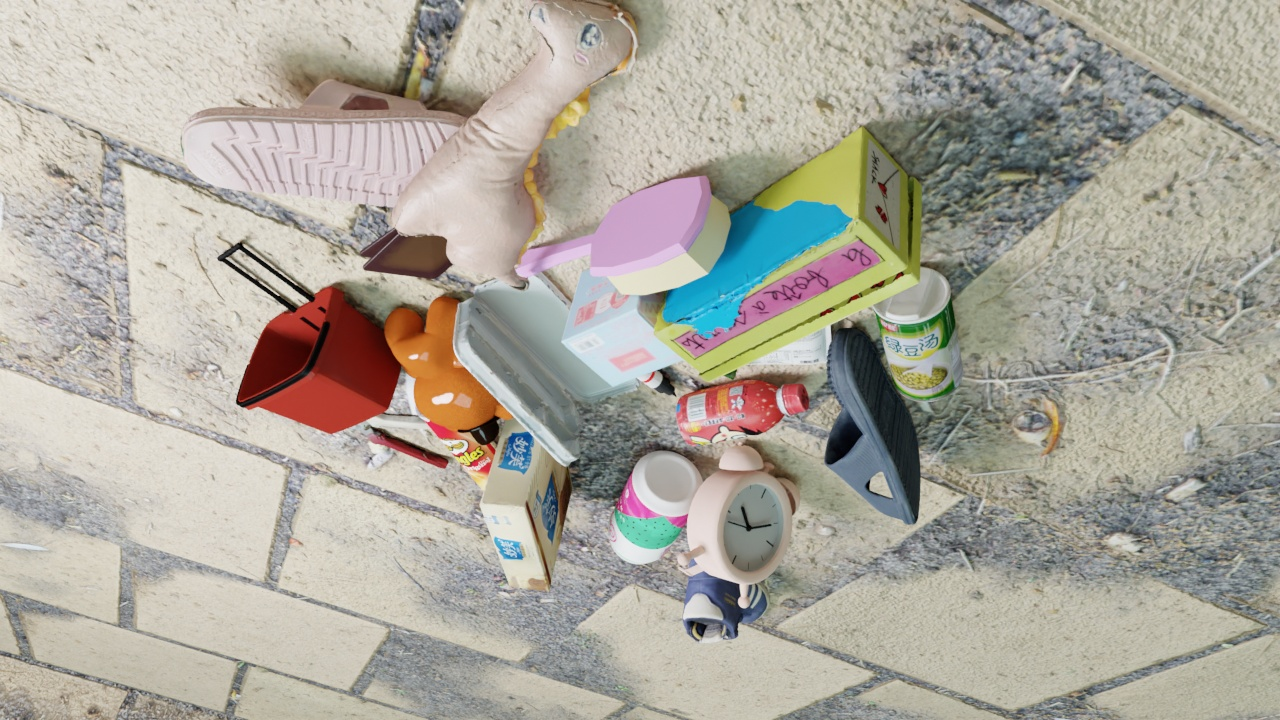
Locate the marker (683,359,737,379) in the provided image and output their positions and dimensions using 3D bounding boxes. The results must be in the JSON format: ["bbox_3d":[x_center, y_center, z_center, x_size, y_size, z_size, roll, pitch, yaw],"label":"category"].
[{"bbox_3d":[0.029,-0.013,0.932,0.146,0.017,0.017,20,142,9],"label":"marker"}]

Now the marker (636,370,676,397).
[{"bbox_3d":[-0.006,0.006,0.973,0.019,0.019,0.145,-21,140,34],"label":"marker"}]

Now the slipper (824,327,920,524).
[{"bbox_3d":[0.227,0.071,0.953,0.083,0.101,0.264,-6,133,33],"label":"slipper"}]

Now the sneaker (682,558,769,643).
[{"bbox_3d":[0.125,0.367,1.316,0.091,0.118,0.233,-5,139,20],"label":"sneaker"}]

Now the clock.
[{"bbox_3d":[0.112,0.190,1.084,0.131,0.160,0.086,40,164,-32],"label":"clock"}]

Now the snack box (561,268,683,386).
[{"bbox_3d":[-0.008,-0.043,0.864,0.093,0.094,0.079,-22,131,34],"label":"snack box"}]

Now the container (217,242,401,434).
[{"bbox_3d":[-0.370,-0.015,0.978,0.148,0.126,0.200,-21,138,34],"label":"container"}]

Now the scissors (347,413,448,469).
[{"bbox_3d":[-0.321,0.089,1.172,0.180,0.015,0.196,-21,131,36],"label":"scissors"}]

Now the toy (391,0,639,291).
[{"bbox_3d":[-0.083,-0.169,0.745,0.265,0.065,0.196,-37,140,24],"label":"toy"}]

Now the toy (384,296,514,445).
[{"bbox_3d":[-0.205,0.018,0.993,0.112,0.096,0.176,-11,108,26],"label":"toy"}]

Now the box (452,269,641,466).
[{"bbox_3d":[-0.105,0.014,0.953,0.130,0.105,0.211,-22,131,30],"label":"box"}]

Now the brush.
[{"bbox_3d":[-0.022,-0.099,0.817,0.229,0.089,0.043,-9,144,42],"label":"brush"}]

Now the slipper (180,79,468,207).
[{"bbox_3d":[-0.255,-0.185,0.775,0.239,0.064,0.094,-1,141,-11],"label":"slipper"}]

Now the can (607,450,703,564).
[{"bbox_3d":[0.015,0.187,1.147,0.088,0.088,0.166,16,141,-6],"label":"can"}]

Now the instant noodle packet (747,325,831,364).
[{"bbox_3d":[0.120,-0.025,0.909,0.134,0.026,0.087,0,140,15],"label":"instant noodle packet"}]

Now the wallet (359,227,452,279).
[{"bbox_3d":[-0.196,-0.113,0.856,0.116,0.018,0.091,-28,160,36],"label":"wallet"}]

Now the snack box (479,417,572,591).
[{"bbox_3d":[-0.131,0.162,1.101,0.055,0.153,0.208,5,141,8],"label":"snack box"}]

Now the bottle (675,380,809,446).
[{"bbox_3d":[0.111,0.052,0.979,0.138,0.061,0.062,-13,135,30],"label":"bottle"}]

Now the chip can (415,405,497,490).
[{"bbox_3d":[-0.204,0.114,1.142,0.052,0.051,0.215,-6,139,21],"label":"chip can"}]

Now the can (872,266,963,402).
[{"bbox_3d":[0.256,-0.023,0.844,0.067,0.067,0.121,-7,138,21],"label":"can"}]

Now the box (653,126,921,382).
[{"bbox_3d":[0.118,-0.081,0.767,0.083,0.124,0.222,36,134,-25],"label":"box"}]
